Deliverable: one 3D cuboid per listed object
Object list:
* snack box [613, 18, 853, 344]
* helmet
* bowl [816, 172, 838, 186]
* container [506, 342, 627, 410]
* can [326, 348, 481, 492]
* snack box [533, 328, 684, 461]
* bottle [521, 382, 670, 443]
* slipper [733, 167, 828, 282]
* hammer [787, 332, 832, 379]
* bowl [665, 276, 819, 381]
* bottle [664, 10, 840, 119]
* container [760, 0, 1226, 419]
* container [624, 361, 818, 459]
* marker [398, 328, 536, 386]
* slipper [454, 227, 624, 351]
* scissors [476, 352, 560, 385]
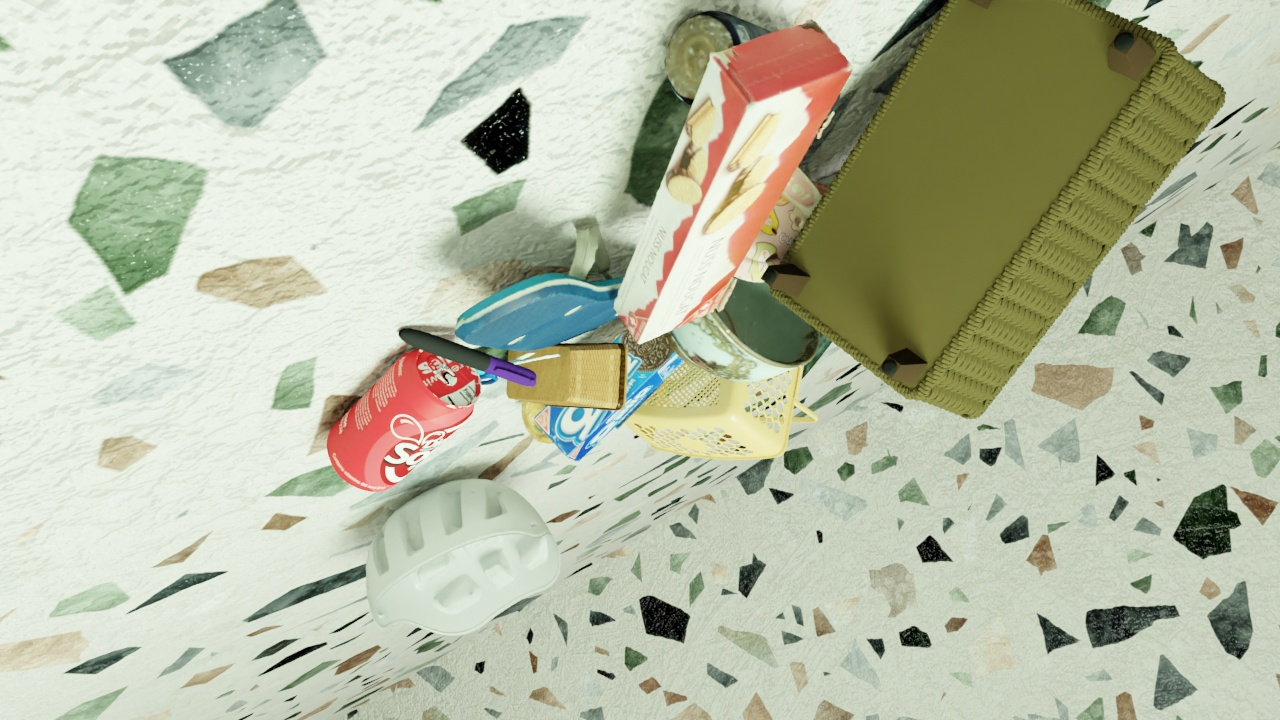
[{"bbox_3d":[0.048,-0.096,0.593,0.076,0.044,0.274,-25,162,-24],"label":"snack box"},{"bbox_3d":[-0.228,0.247,1.141,0.224,0.184,0.282,-37,171,5],"label":"helmet"},{"bbox_3d":[0.183,-0.126,0.940,0.131,0.064,0.132,-28,165,-8],"label":"bowl"},{"bbox_3d":[-0.072,0.013,0.851,0.114,0.063,0.061,1,177,44],"label":"container"},{"bbox_3d":[-0.200,0.050,0.771,0.143,0.074,0.074,-39,162,31],"label":"can"},{"bbox_3d":[-0.006,0.005,0.934,0.226,0.059,0.059,-44,167,-1],"label":"snack box"},{"bbox_3d":[-0.042,0.045,1.063,0.068,0.068,0.209,-41,162,35],"label":"bottle"},{"bbox_3d":[0.126,-0.130,0.791,0.196,0.093,0.082,-18,150,-40],"label":"slipper"},{"bbox_3d":[0.277,-0.110,1.033,0.333,0.033,0.133,-52,176,11],"label":"hammer"},{"bbox_3d":[0.078,-0.044,0.848,0.159,0.160,0.094,-13,164,-48],"label":"bowl"},{"bbox_3d":[0.078,-0.181,0.587,0.056,0.056,0.160,-40,163,32],"label":"bottle"},{"bbox_3d":[0.256,-0.127,0.711,0.204,0.176,0.322,2,125,-54],"label":"container"},{"bbox_3d":[0.088,0.046,1.033,0.184,0.129,0.167,0,160,38],"label":"container"},{"bbox_3d":[-0.138,-0.002,0.747,0.133,0.018,0.015,22,104,-41],"label":"marker"},{"bbox_3d":[-0.066,-0.054,0.720,0.118,0.060,0.294,-31,175,15],"label":"slipper"},{"bbox_3d":[-0.127,0.007,0.826,0.134,0.015,0.104,-14,171,12],"label":"scissors"}]
